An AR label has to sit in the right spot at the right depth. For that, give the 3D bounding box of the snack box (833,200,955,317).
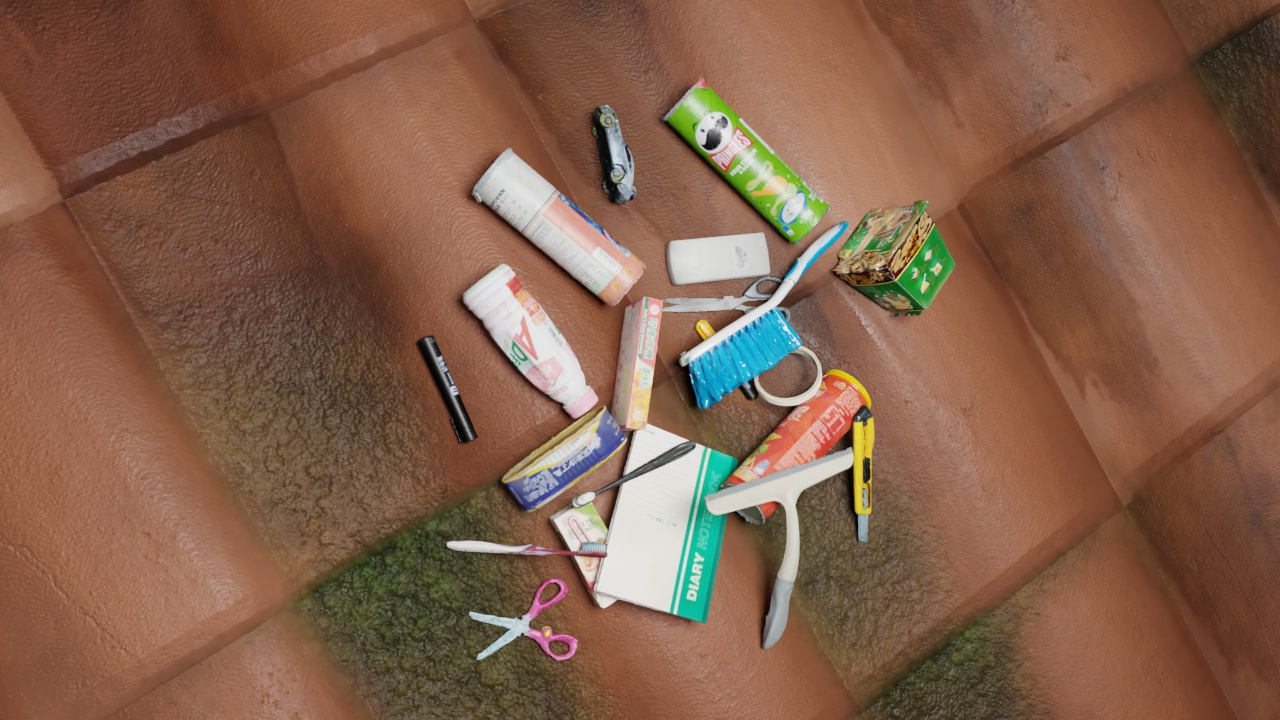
[{"bbox_3d":[0.339,-0.129,1.203,0.105,0.118,0.117,42,76,-21],"label":"snack box"}]

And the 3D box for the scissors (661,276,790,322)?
[{"bbox_3d":[0.112,-0.081,1.179,0.173,0.014,0.140,33,78,-8],"label":"scissors"}]

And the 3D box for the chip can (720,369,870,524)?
[{"bbox_3d":[0.196,0.106,1.143,0.216,0.073,0.073,-44,97,-21],"label":"chip can"}]

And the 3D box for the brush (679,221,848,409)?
[{"bbox_3d":[0.175,-0.062,1.158,0.313,0.061,0.109,-32,86,-19],"label":"brush"}]

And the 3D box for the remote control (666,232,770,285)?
[{"bbox_3d":[0.099,-0.130,1.173,0.135,0.019,0.056,-8,87,-17],"label":"remote control"}]

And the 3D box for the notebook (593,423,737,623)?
[{"bbox_3d":[0.036,0.194,1.102,0.150,0.012,0.208,22,68,-21],"label":"notebook"}]

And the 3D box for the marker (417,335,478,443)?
[{"bbox_3d":[-0.224,0.034,1.066,0.022,0.020,0.132,-23,93,12],"label":"marker"}]

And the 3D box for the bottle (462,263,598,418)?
[{"bbox_3d":[-0.125,-0.018,1.078,0.068,0.068,0.197,-41,101,-16],"label":"bottle"}]

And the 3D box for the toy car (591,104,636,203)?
[{"bbox_3d":[-0.033,-0.254,1.129,0.036,0.054,0.120,-14,88,-14],"label":"toy car"}]

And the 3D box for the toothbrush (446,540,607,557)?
[{"bbox_3d":[-0.130,0.213,1.051,0.187,0.016,0.017,2,60,4],"label":"toothbrush"}]

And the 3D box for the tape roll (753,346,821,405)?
[{"bbox_3d":[0.186,0.018,1.161,0.086,0.014,0.085,-7,55,11],"label":"tape roll"}]

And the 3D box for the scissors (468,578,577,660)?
[{"bbox_3d":[-0.133,0.303,1.071,0.133,0.017,0.124,17,82,-10],"label":"scissors"}]

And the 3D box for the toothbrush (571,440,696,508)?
[{"bbox_3d":[-0.003,0.132,1.082,0.180,0.018,0.015,-23,80,-31],"label":"toothbrush"}]

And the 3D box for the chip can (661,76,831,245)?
[{"bbox_3d":[0.137,-0.252,1.169,0.236,0.072,0.072,42,75,-9],"label":"chip can"}]

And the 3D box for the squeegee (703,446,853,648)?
[{"bbox_3d":[0.171,0.249,1.101,0.245,0.039,0.247,-11,113,-36],"label":"squeegee"}]

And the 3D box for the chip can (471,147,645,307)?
[{"bbox_3d":[-0.095,-0.155,1.093,0.214,0.071,0.071,40,76,-9],"label":"chip can"}]

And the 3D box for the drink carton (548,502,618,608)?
[{"bbox_3d":[-0.056,0.225,1.083,0.053,0.045,0.122,-29,93,-16],"label":"drink carton"}]

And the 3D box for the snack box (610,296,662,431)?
[{"bbox_3d":[-0.007,0.006,1.100,0.027,0.077,0.155,10,82,-16],"label":"snack box"}]

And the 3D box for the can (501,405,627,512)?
[{"bbox_3d":[-0.087,0.114,1.061,0.148,0.074,0.049,-36,98,1],"label":"can"}]

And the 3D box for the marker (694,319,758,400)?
[{"bbox_3d":[0.111,0.000,1.167,0.018,0.015,0.124,-38,96,-15],"label":"marker"}]

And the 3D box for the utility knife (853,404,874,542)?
[{"bbox_3d":[0.286,0.149,1.168,0.033,0.015,0.197,-18,114,-31],"label":"utility knife"}]
